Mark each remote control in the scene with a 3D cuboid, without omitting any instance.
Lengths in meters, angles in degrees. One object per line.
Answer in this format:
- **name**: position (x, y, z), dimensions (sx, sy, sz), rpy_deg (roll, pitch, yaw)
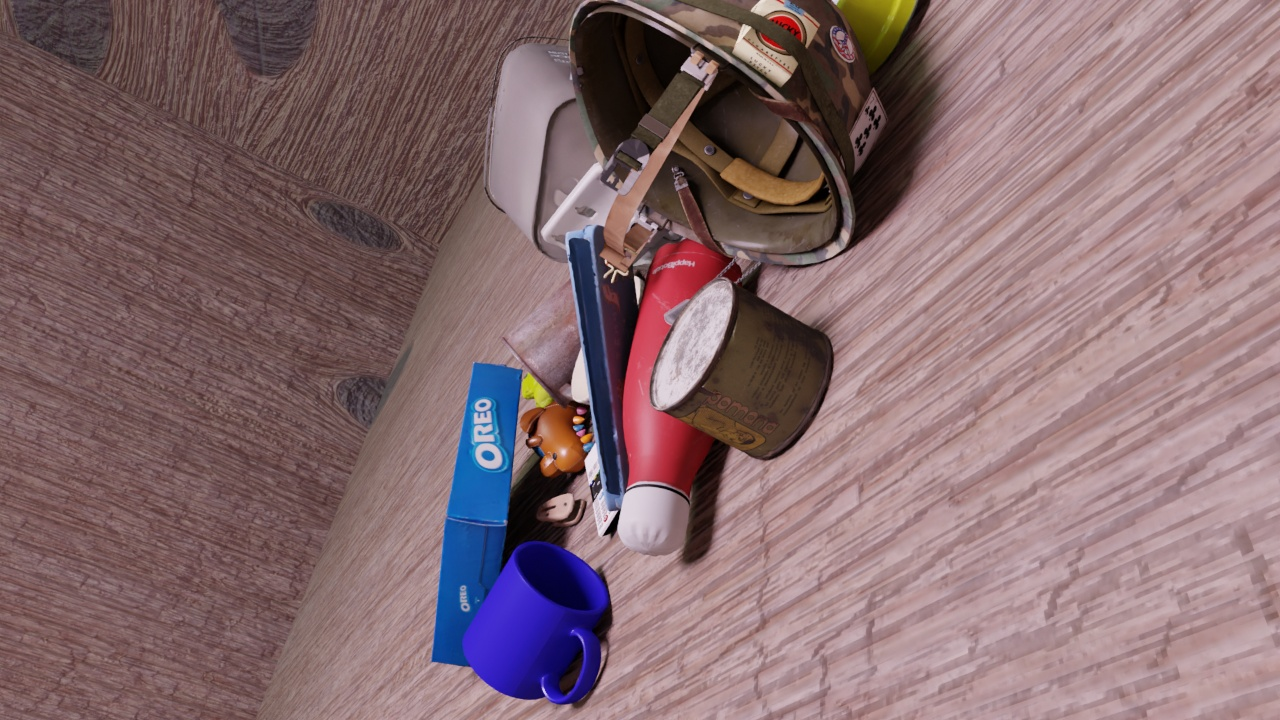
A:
- **remote control**: position (-0.031, 0.106, 0.778), dimensions (0.028, 0.011, 0.124), rpy_deg (-59, 19, 16)

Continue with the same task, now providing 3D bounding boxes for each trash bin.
- **trash bin**: position (-0.044, -0.200, 0.911), dimensions (0.220, 0.197, 0.198), rpy_deg (-119, 36, -61)

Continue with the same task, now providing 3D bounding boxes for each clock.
- **clock**: position (0.151, -0.242, 0.667), dimensions (0.083, 0.057, 0.119), rpy_deg (-89, 23, -47)

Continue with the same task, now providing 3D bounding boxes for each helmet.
- **helmet**: position (0.044, -0.146, 0.591), dimensions (0.235, 0.224, 0.193), rpy_deg (-34, -11, -20)

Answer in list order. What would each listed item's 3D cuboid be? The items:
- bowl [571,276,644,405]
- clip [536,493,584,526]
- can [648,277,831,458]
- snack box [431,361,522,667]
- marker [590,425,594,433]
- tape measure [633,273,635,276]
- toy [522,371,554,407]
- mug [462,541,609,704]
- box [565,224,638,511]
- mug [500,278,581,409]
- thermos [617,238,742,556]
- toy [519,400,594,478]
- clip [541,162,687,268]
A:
- **bowl**: position (-0.004, -0.006, 0.770), dimensions (0.116, 0.062, 0.115), rpy_deg (-53, 22, 31)
- **clip**: position (-0.075, 0.136, 0.831), dimensions (0.061, 0.049, 0.025), rpy_deg (90, -164, -64)
- **can**: position (0.060, 0.006, 0.562), dimensions (0.090, 0.074, 0.089), rpy_deg (-52, 21, 29)
- **snack box**: position (-0.160, 0.147, 0.913), dimensions (0.238, 0.056, 0.196), rpy_deg (-96, 16, -56)
- **marker**: position (-0.005, 0.005, 0.832), dimensions (0.146, 0.017, 0.017), rpy_deg (-62, 18, 8)
- **tape measure**: position (-0.025, -0.065, 0.956), dimensions (0.059, 0.030, 0.068), rpy_deg (-61, 16, 11)
- **toy**: position (-0.110, 0.021, 1.071), dimensions (0.094, 0.036, 0.093), rpy_deg (-46, 28, 29)
- **mug**: position (-0.069, 0.201, 0.674), dimensions (0.111, 0.079, 0.084), rpy_deg (45, 111, 41)
- **box**: position (-0.015, 0.004, 0.670), dimensions (0.067, 0.052, 0.209), rpy_deg (44, -143, -83)
- **mug**: position (-0.056, -0.013, 0.857), dimensions (0.110, 0.096, 0.123), rpy_deg (-46, 49, 0)
- **thermos**: position (0.024, 0.022, 0.640), dimensions (0.073, 0.073, 0.239), rpy_deg (-42, 29, 49)
- **toy**: position (-0.062, 0.065, 0.887), dimensions (0.103, 0.070, 0.090), rpy_deg (-41, 32, -2)
- **clip**: position (0.008, -0.117, 0.759), dimensions (0.126, 0.150, 0.089), rpy_deg (-35, 46, 57)
